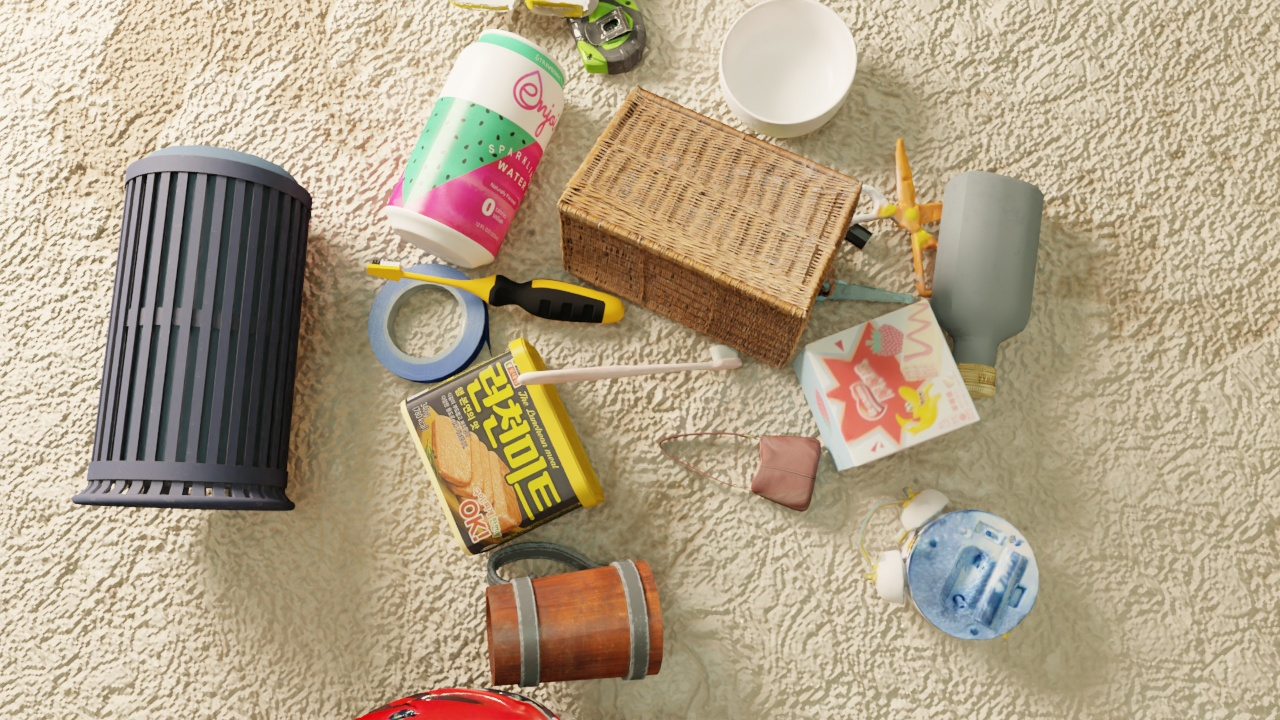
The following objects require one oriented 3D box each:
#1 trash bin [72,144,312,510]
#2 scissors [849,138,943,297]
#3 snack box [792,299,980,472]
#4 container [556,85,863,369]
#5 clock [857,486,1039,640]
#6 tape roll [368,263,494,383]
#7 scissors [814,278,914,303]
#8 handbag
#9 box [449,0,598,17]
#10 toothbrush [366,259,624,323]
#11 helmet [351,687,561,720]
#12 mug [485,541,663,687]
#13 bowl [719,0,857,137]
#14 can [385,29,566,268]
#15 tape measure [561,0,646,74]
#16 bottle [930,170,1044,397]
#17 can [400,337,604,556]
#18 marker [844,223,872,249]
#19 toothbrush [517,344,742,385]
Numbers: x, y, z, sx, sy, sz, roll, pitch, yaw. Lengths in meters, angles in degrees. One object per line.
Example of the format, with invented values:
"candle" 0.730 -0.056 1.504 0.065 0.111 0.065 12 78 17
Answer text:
"trash bin" -0.314 -0.019 0.665 0.139 0.139 0.249 1 79 3
"scissors" 0.204 -0.109 0.706 0.128 0.011 0.125 -6 87 -12
"snack box" 0.173 0.021 0.662 0.095 0.079 0.093 -20 80 0
"container" 0.048 -0.094 0.662 0.198 0.114 0.112 26 74 8
"clock" 0.218 0.144 0.655 0.125 0.052 0.088 28 84 7
"tape roll" -0.166 -0.029 0.719 0.093 0.016 0.091 -16 81 0
"scissors" 0.143 -0.056 0.710 0.137 0.015 0.056 7 79 9
"handbag" 0.072 0.074 0.689 0.120 0.029 0.055 11 84 10
"box" -0.083 -0.373 0.752 0.127 0.023 0.209 5 73 10
"toothbrush" -0.109 -0.053 0.700 0.196 0.031 0.030 9 40 -7
"helmet" -0.127 0.316 0.584 0.272 0.166 0.217 -27 96 8
"mug" -0.052 0.173 0.648 0.111 0.082 0.117 -3 36 -14
"bowl" 0.113 -0.223 0.717 0.105 0.054 0.104 -1 81 5
"can" -0.123 -0.159 0.701 0.088 0.088 0.165 23 83 6
"tape measure" -0.026 -0.266 0.739 0.058 0.036 0.065 -24 80 -2
"bottle" 0.255 -0.054 0.683 0.072 0.046 0.161 11 83 -14
"can" -0.101 0.065 0.674 0.101 0.072 0.130 -26 81 1
"marker" 0.128 -0.129 0.720 0.124 0.017 0.021 35 85 6
"toothbrush" -0.004 0.004 0.667 0.181 0.016 0.018 -5 73 -27
